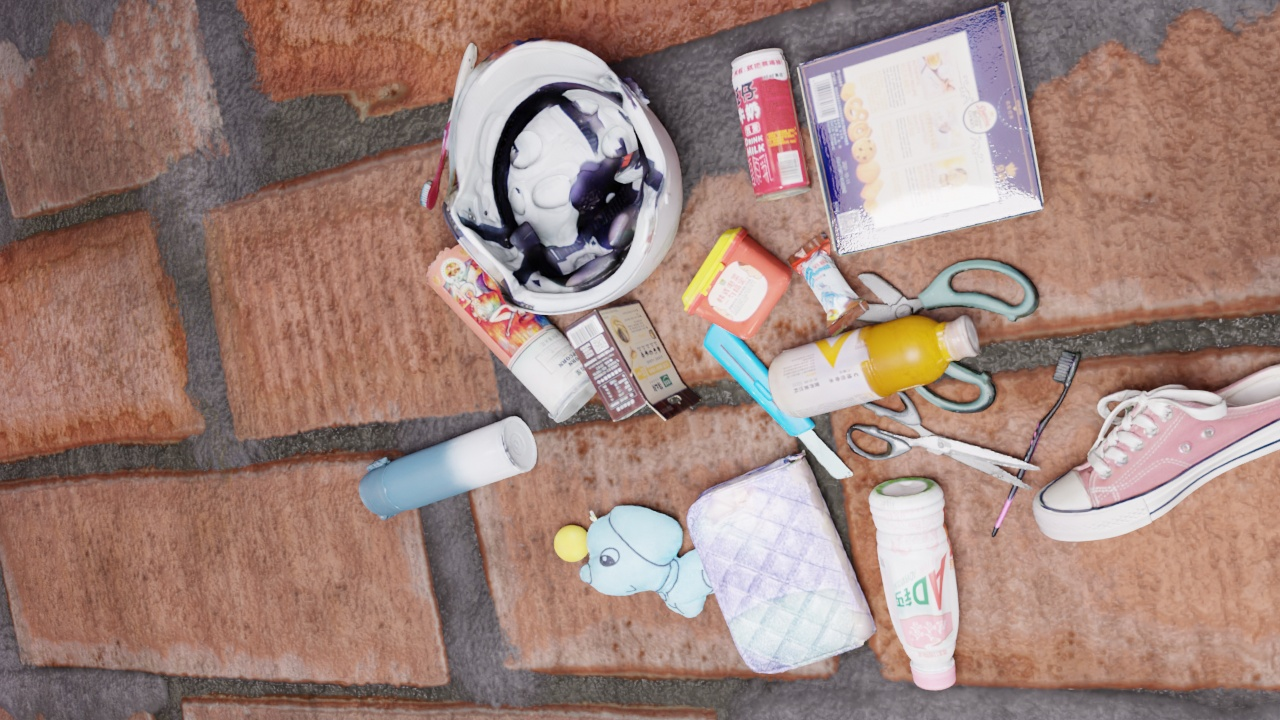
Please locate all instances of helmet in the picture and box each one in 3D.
[{"bbox_3d":[-0.061,-0.172,0.895,0.229,0.145,0.258,-37,73,20],"label":"helmet"}]

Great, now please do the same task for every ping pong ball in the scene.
[{"bbox_3d":[-0.075,0.202,1.014,0.040,0.040,0.040,3,99,21],"label":"ping pong ball"}]

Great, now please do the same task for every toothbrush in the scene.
[{"bbox_3d":[0.357,0.078,0.839,0.018,0.014,0.189,26,107,26],"label":"toothbrush"},{"bbox_3d":[-0.212,-0.257,1.012,0.017,0.016,0.188,28,108,26],"label":"toothbrush"}]

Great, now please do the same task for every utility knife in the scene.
[{"bbox_3d":[0.137,0.041,0.918,0.204,0.018,0.034,48,111,7],"label":"utility knife"}]

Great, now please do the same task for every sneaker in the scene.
[{"bbox_3d":[0.430,0.062,0.759,0.241,0.118,0.088,-32,103,17],"label":"sneaker"}]

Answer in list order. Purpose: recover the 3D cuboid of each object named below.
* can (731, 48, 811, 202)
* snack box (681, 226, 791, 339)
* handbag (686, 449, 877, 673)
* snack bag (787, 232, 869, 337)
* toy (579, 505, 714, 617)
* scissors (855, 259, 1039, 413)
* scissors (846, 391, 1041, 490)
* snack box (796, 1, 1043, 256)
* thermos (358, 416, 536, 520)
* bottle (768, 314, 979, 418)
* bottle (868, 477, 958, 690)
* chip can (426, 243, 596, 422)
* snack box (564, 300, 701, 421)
[{"bbox_3d":[0.122,-0.220,0.864,0.053,0.053,0.133,-10,94,23],"label":"can"},{"bbox_3d":[0.095,-0.072,0.886,0.080,0.081,0.091,34,110,3],"label":"snack box"},{"bbox_3d":[0.136,0.201,0.911,0.134,0.075,0.194,-22,91,13],"label":"handbag"},{"bbox_3d":[0.176,-0.072,0.861,0.048,0.026,0.104,-40,45,25],"label":"snack bag"},{"bbox_3d":[0.012,0.208,0.977,0.161,0.049,0.156,-41,82,14],"label":"toy"},{"bbox_3d":[0.276,-0.018,0.854,0.175,0.019,0.176,0,99,20],"label":"scissors"},{"bbox_3d":[0.278,0.084,0.867,0.151,0.014,0.170,-36,82,24],"label":"scissors"},{"bbox_3d":[0.249,-0.201,0.821,0.183,0.045,0.178,-10,94,23],"label":"snack box"},{"bbox_3d":[-0.225,0.124,1.049,0.221,0.070,0.070,-20,91,23],"label":"thermos"},{"bbox_3d":[0.211,0.003,0.841,0.190,0.067,0.068,-18,91,33],"label":"bottle"},{"bbox_3d":[0.264,0.213,0.870,0.068,0.068,0.197,-7,99,22],"label":"bottle"},{"bbox_3d":[-0.136,-0.034,0.986,0.214,0.071,0.071,45,111,10],"label":"chip can"},{"bbox_3d":[-0.005,0.005,0.917,0.053,0.113,0.125,-29,86,24],"label":"snack box"}]
